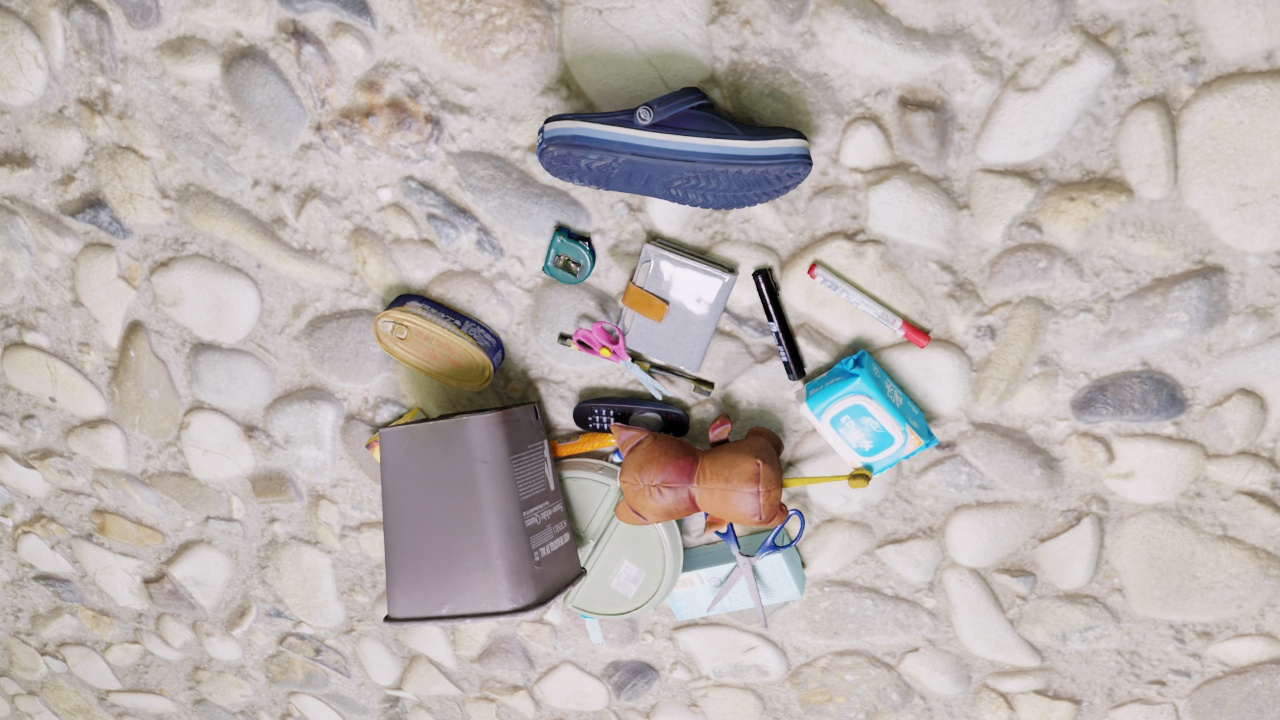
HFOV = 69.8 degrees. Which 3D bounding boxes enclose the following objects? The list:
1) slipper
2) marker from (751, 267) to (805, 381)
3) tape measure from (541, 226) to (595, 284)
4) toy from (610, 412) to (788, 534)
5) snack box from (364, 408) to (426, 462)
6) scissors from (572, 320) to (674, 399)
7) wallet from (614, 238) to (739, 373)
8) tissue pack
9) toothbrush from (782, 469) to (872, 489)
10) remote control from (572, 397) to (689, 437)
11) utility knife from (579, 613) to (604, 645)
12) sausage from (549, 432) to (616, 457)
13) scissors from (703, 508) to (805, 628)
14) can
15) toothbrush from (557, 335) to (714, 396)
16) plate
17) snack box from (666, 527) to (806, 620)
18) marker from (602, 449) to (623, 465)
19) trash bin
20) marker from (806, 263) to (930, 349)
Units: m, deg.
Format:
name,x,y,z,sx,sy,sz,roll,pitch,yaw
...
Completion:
name,x,y,z,sx,sy,sz,roll,pitch,yaw
slipper,0.031,-0.202,0.855,0.253,0.105,0.095,4,81,-4
marker,0.147,-0.037,0.969,0.022,0.020,0.132,-26,114,-5
tape measure,-0.075,-0.108,0.975,0.054,0.025,0.058,22,125,1
toy,0.064,0.129,1.034,0.200,0.130,0.140,-3,92,11
snack box,-0.273,0.134,1.172,0.087,0.033,0.140,-27,113,27
scissors,-0.009,0.000,1.009,0.137,0.017,0.077,35,143,-13
wallet,0.033,-0.056,0.974,0.106,0.036,0.130,20,124,0
tissue pack,0.239,0.061,0.980,0.090,0.063,0.140,-36,107,29
toothbrush,0.176,0.140,1.035,0.191,0.016,0.016,-13,123,44
remote control,-0.010,0.064,1.065,0.136,0.024,0.053,4,130,5
utility knife,-0.077,0.294,1.204,0.034,0.018,0.186,-14,104,3
sausage,-0.094,0.105,1.115,0.165,0.021,0.021,-13,117,21
scissors,0.126,0.229,1.093,0.176,0.012,0.162,-44,72,16
can,-0.230,-0.022,1.052,0.148,0.049,0.075,25,123,-3
toothbrush,-0.006,0.006,1.038,0.186,0.012,0.017,18,135,2
plate,-0.059,0.228,1.141,0.230,0.027,0.230,9,115,19
snack box,0.112,0.269,1.148,0.175,0.051,0.074,-17,114,23
marker,-0.056,0.137,1.128,0.146,0.016,0.017,-35,108,29
trash bin,-0.186,0.168,1.048,0.199,0.198,0.219,-8,90,18
marker,0.233,-0.056,0.937,0.145,0.017,0.017,32,123,-7
